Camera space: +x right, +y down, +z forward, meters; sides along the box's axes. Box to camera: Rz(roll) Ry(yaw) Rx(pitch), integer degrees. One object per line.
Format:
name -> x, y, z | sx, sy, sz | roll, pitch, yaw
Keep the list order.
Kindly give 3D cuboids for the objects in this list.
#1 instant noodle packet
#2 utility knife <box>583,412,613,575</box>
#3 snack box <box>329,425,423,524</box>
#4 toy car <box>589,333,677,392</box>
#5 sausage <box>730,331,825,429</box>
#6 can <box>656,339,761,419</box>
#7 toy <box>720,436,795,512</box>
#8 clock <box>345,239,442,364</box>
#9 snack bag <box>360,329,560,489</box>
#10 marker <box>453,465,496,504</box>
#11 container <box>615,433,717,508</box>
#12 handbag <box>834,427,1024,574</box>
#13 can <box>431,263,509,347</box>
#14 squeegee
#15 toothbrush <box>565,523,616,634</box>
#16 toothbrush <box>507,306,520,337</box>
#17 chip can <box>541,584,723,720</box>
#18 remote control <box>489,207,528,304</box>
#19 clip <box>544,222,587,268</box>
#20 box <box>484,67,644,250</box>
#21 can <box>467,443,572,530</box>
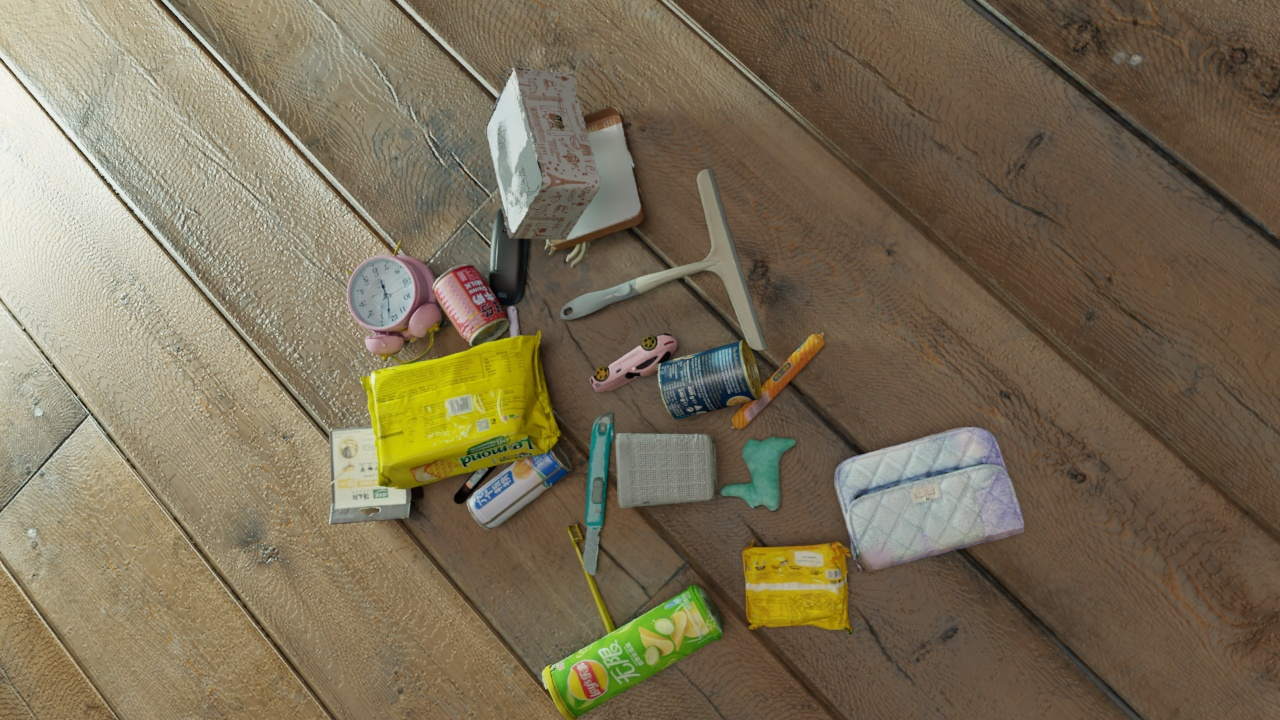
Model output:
instant noodle packet -> 0.188, 0.268, 1.093 | 0.129, 0.044, 0.111 | -4, 91, 21
utility knife -> -0.055, 0.168, 1.168 | 0.029, 0.013, 0.207 | 4, 83, 4
snack box -> -0.352, 0.149, 1.217 | 0.113, 0.053, 0.125 | -6, 84, 10
toy car -> -0.007, 0.007, 1.156 | 0.122, 0.056, 0.037 | -32, 72, 8
sausage -> 0.170, 0.026, 1.134 | 0.021, 0.021, 0.165 | 45, 95, 12
can -> 0.083, 0.025, 1.119 | 0.111, 0.075, 0.075 | -16, 82, 17
toy -> 0.145, 0.141, 1.126 | 0.096, 0.030, 0.092 | -5, 82, 17
clock -> -0.327, -0.070, 1.228 | 0.117, 0.059, 0.158 | -26, 82, 9
snack bag -> -0.228, 0.061, 1.153 | 0.246, 0.068, 0.158 | -15, 69, 5
marker -> -0.203, 0.142, 1.207 | 0.018, 0.015, 0.124 | 44, 97, 14
container -> 0.034, 0.132, 1.121 | 0.114, 0.090, 0.090 | -3, 85, 9
handbag -> 0.326, 0.159, 1.061 | 0.194, 0.075, 0.134 | -18, 83, 11
can -> -0.221, -0.071, 1.201 | 0.066, 0.066, 0.094 | -37, 77, 6
squeegee -> 0.007, -0.097, 1.171 | 0.247, 0.039, 0.246 | -17, 82, 10
toothbrush -> -0.051, 0.296, 1.160 | 0.016, 0.015, 0.190 | -24, 81, 2
toothbrush -> -0.156, 0.020, 1.205 | 0.021, 0.029, 0.189 | -19, 78, 48
chip can -> -0.006, 0.350, 1.104 | 0.221, 0.072, 0.072 | -30, 80, 0
remote control -> -0.176, -0.142, 1.221 | 0.053, 0.024, 0.136 | 2, 85, 13
clip -> -0.095, -0.177, 1.203 | 0.083, 0.035, 0.104 | 12, 83, 12
box -> -0.084, -0.245, 1.154 | 0.177, 0.153, 0.182 | -4, 67, -27
can -> -0.155, 0.159, 1.175 | 0.135, 0.053, 0.053 | -37, 79, 6
